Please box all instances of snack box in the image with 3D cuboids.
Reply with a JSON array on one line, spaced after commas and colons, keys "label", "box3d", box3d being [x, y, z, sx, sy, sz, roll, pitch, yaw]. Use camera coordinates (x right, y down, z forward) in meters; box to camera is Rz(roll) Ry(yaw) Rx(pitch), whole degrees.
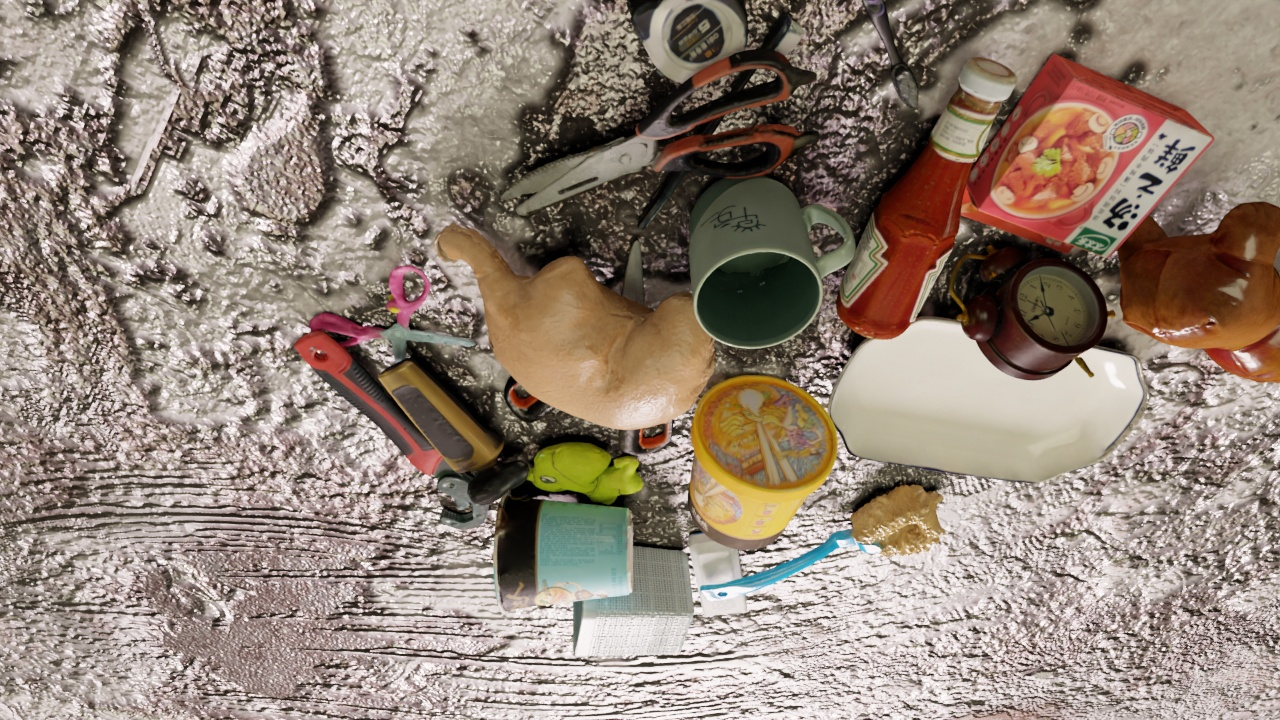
[{"label": "snack box", "box3d": [0.295, -0.126, 0.628, 0.113, 0.044, 0.127, 16, 130, -14]}]

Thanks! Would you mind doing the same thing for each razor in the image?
[{"label": "razor", "box3d": [-0.160, 0.061, 0.777, 0.062, 0.067, 0.167, -23, 125, 17]}]

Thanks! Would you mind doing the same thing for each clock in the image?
[{"label": "clock", "box3d": [0.284, -0.037, 0.678, 0.122, 0.082, 0.055, 29, 161, 2]}]

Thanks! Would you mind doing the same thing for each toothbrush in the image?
[{"label": "toothbrush", "box3d": [0.136, -0.230, 0.556, 0.014, 0.016, 0.189, -23, 126, 19]}, {"label": "toothbrush", "box3d": [0.048, -0.154, 0.622, 0.018, 0.015, 0.182, 20, 128, -28]}]

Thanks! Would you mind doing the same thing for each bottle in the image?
[{"label": "bottle", "box3d": [0.197, -0.106, 0.637, 0.059, 0.059, 0.207, 10, 130, -9]}]

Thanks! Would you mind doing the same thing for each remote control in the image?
[{"label": "remote control", "box3d": [0.080, 0.222, 0.946, 0.049, 0.024, 0.125, -7, 132, 7]}]

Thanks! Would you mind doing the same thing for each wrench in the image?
[{"label": "wrench", "box3d": [-0.208, 0.069, 0.809, 0.056, 0.016, 0.273, -18, 132, 13]}]

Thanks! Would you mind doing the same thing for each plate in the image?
[{"label": "plate", "box3d": [0.287, 0.030, 0.771, 0.265, 0.034, 0.162, 9, 130, -7]}]

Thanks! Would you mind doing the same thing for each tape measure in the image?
[{"label": "tape measure", "box3d": [0.033, -0.206, 0.564, 0.066, 0.033, 0.066, -19, 130, 18]}]

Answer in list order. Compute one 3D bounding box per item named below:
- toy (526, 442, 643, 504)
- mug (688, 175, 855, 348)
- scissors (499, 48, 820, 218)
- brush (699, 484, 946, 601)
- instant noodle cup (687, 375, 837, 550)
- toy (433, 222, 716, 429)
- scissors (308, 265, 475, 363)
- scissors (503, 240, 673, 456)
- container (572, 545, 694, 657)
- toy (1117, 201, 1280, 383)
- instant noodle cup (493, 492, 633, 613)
[{"label": "toy", "box3d": [-0.051, 0.101, 0.834, 0.097, 0.031, 0.100, -28, 131, 26]}, {"label": "mug", "box3d": [0.088, -0.076, 0.629, 0.112, 0.106, 0.082, -16, 129, 14]}, {"label": "scissors", "box3d": [0.012, -0.134, 0.612, 0.198, 0.015, 0.205, 13, 142, -20]}, {"label": "brush", "box3d": [0.177, 0.189, 0.897, 0.255, 0.045, 0.083, -24, 131, 12]}, {"label": "instant noodle cup", "box3d": [0.095, 0.092, 0.778, 0.118, 0.118, 0.115, 5, 139, -4]}, {"label": "toy", "box3d": [-0.055, -0.021, 0.685, 0.226, 0.082, 0.144, 19, 126, -5]}, {"label": "scissors", "box3d": [-0.199, -0.025, 0.735, 0.134, 0.017, 0.134, 3, 135, -8]}, {"label": "scissors", "box3d": [-0.020, 0.003, 0.755, 0.228, 0.021, 0.221, -12, 131, 11]}, {"label": "container", "box3d": [-0.009, 0.241, 0.923, 0.111, 0.089, 0.090, 4, 131, -9]}, {"label": "toy", "box3d": [0.436, -0.047, 0.664, 0.199, 0.140, 0.130, 26, 85, -23]}, {"label": "instant noodle cup", "box3d": [-0.067, 0.176, 0.845, 0.120, 0.111, 0.111, -1, 131, 3]}]
